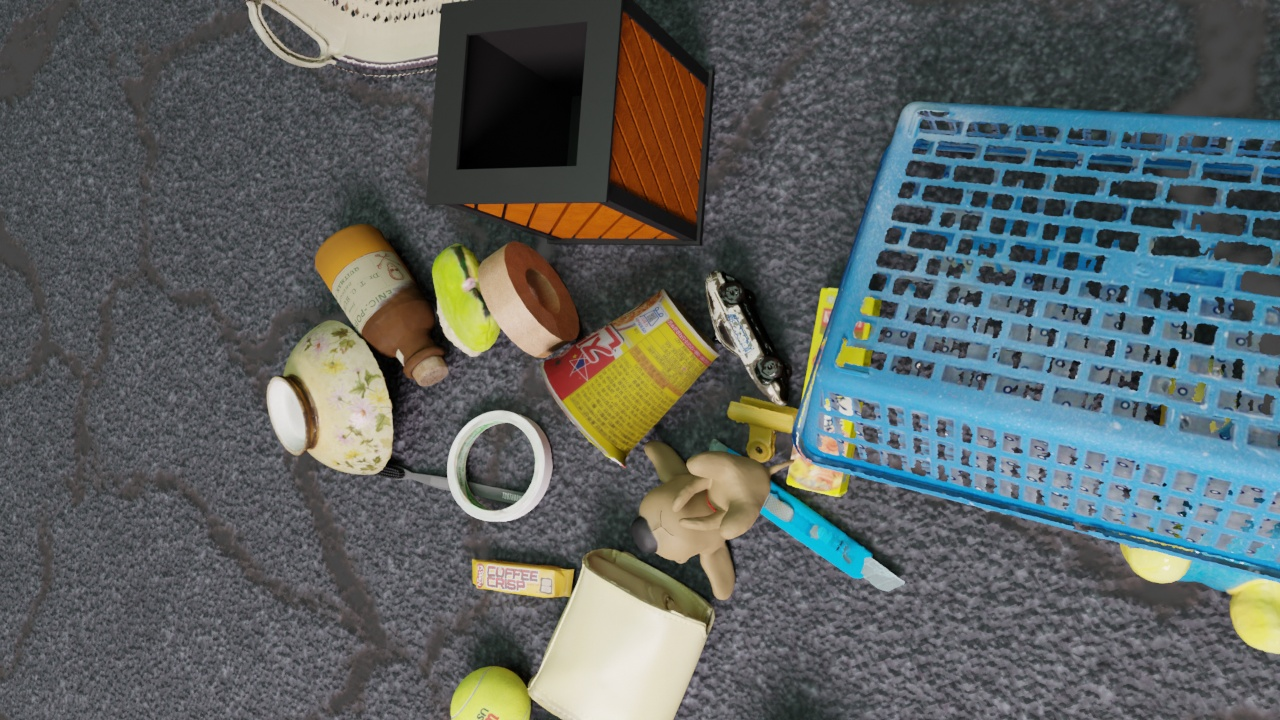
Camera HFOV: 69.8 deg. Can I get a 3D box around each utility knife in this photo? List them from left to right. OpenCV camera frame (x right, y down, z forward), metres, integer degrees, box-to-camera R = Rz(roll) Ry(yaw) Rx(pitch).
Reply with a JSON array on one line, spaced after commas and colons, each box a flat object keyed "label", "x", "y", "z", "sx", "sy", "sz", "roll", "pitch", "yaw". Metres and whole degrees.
[{"label": "utility knife", "x": 0.117, "y": 0.117, "z": 0.683, "sx": 0.175, "sy": 0.015, "sz": 0.031, "roll": 33, "pitch": 115, "yaw": 22}]

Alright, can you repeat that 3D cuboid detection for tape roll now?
[{"label": "tape roll", "x": -0.121, "y": 0.090, "z": 0.785, "sx": 0.094, "sy": 0.018, "sz": 0.093, "roll": -4, "pitch": 80, "yaw": 20}, {"label": "tape roll", "x": -0.089, "y": -0.049, "z": 0.742, "sx": 0.027, "sy": 0.094, "sz": 0.094, "roll": -31, "pitch": 75, "yaw": 20}]

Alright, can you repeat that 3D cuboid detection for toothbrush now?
[{"label": "toothbrush", "x": -0.166, "y": 0.110, "z": 0.815, "sx": 0.167, "sy": 0.013, "sz": 0.013, "roll": 7, "pitch": 90, "yaw": 22}]

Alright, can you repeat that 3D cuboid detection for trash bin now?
[{"label": "trash bin", "x": -0.044, "y": -0.169, "z": 0.683, "sx": 0.140, "sy": 0.171, "sz": 0.139, "roll": 4, "pitch": 89, "yaw": 25}]

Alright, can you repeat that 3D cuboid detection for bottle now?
[{"label": "bottle", "x": -0.223, "y": -0.044, "z": 0.817, "sx": 0.068, "sy": 0.067, "sz": 0.157, "roll": -43, "pitch": 72, "yaw": 17}]

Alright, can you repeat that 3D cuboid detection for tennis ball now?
[{"label": "tennis ball", "x": -0.123, "y": 0.287, "z": 0.757, "sx": 0.065, "sy": 0.065, "sz": 0.065, "roll": -1, "pitch": 87, "yaw": 24}]

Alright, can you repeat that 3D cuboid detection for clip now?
[{"label": "clip", "x": 0.094, "y": 0.051, "z": 0.694, "sx": 0.054, "sy": 0.046, "sz": 0.047, "roll": 12, "pitch": 57, "yaw": 24}]

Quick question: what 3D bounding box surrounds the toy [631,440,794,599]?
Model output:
[{"label": "toy", "x": 0.048, "y": 0.105, "z": 0.664, "sx": 0.108, "sy": 0.105, "sz": 0.134, "roll": -42, "pitch": 70, "yaw": 51}]

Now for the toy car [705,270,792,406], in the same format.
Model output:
[{"label": "toy car", "x": 0.078, "y": -0.015, "z": 0.688, "sx": 0.041, "sy": 0.048, "sz": 0.112, "roll": -29, "pitch": 76, "yaw": 16}]

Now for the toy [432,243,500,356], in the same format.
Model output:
[{"label": "toy", "x": -0.147, "y": -0.044, "z": 0.771, "sx": 0.043, "sy": 0.118, "sz": 0.092, "roll": -23, "pitch": 78, "yaw": -22}]

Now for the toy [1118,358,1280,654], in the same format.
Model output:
[{"label": "toy", "x": 0.390, "y": 0.101, "z": 0.518, "sx": 0.214, "sy": 0.084, "sz": 0.148, "roll": 21, "pitch": 77, "yaw": 23}]

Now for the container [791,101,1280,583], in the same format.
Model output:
[{"label": "container", "x": 0.281, "y": -0.032, "z": 0.519, "sx": 0.363, "sy": 0.089, "sz": 0.256, "roll": 12, "pitch": 71, "yaw": 28}]

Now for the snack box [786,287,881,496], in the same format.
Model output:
[{"label": "snack box", "x": 0.141, "y": 0.022, "z": 0.668, "sx": 0.040, "sy": 0.029, "sz": 0.148, "roll": 10, "pitch": 92, "yaw": 24}]

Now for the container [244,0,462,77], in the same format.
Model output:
[{"label": "container", "x": -0.199, "y": -0.339, "z": 0.763, "sx": 0.252, "sy": 0.184, "sz": 0.143, "roll": -3, "pitch": 77, "yaw": 25}]

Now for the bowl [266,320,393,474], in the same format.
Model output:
[{"label": "bowl", "x": -0.285, "y": 0.041, "z": 0.813, "sx": 0.145, "sy": 0.063, "sz": 0.145, "roll": 18, "pitch": 117, "yaw": 41}]

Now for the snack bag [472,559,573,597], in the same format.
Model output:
[{"label": "snack bag", "x": -0.102, "y": 0.184, "z": 0.777, "sx": 0.099, "sy": 0.020, "sz": 0.026, "roll": 1, "pitch": 87, "yaw": 24}]

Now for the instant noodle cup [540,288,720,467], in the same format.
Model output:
[{"label": "instant noodle cup", "x": -0.004, "y": 0.004, "z": 0.706, "sx": 0.112, "sy": 0.100, "sz": 0.100, "roll": -41, "pitch": 72, "yaw": 9}]

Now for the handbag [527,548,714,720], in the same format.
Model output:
[{"label": "handbag", "x": -0.013, "y": 0.223, "z": 0.706, "sx": 0.111, "sy": 0.081, "sz": 0.119, "roll": 24, "pitch": 96, "yaw": 16}]
